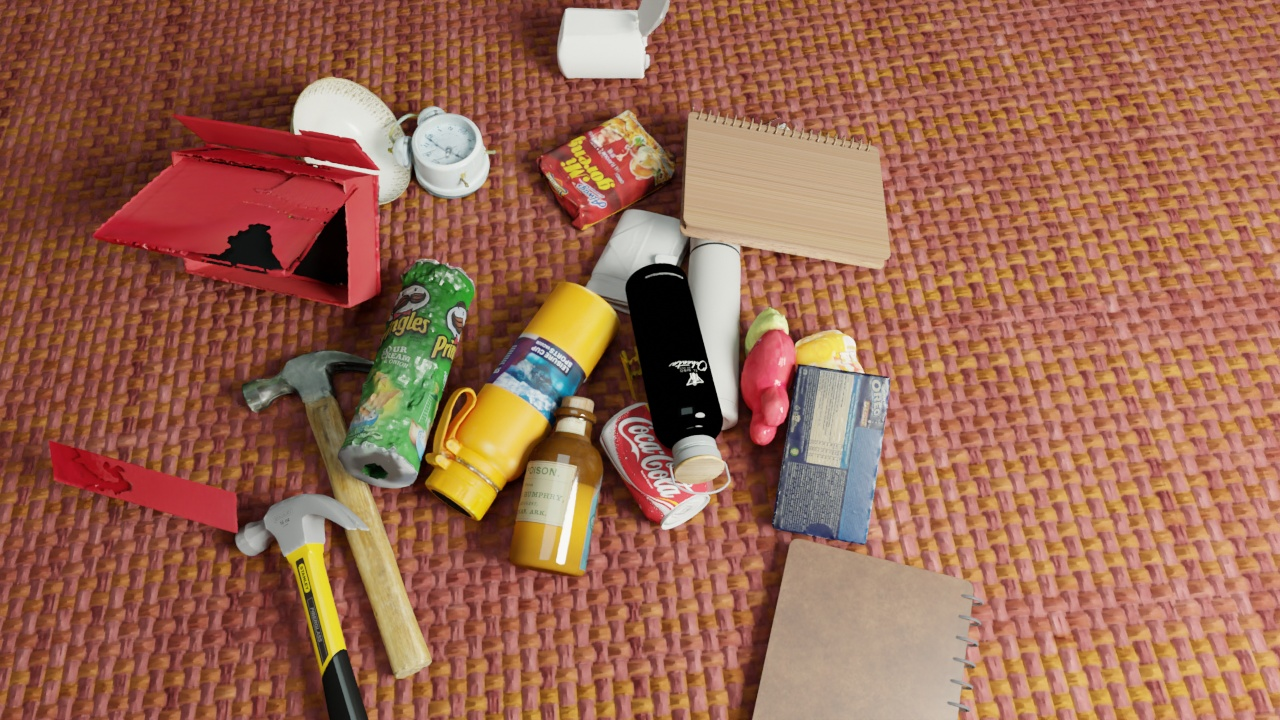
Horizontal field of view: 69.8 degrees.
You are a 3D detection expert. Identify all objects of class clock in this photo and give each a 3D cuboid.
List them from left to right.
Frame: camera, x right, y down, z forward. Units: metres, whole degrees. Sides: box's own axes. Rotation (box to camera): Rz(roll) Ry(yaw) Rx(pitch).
[{"bbox_3d":[-0.221,-0.231,1.007,0.117,0.057,0.083,29,69,9],"label":"clock"}]

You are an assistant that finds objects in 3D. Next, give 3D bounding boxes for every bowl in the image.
[{"bbox_3d":[-0.324,-0.225,0.991,0.063,0.145,0.145,-19,57,37],"label":"bowl"}]

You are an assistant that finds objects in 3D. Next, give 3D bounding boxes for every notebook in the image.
[{"bbox_3d":[0.148,-0.182,0.946,0.210,0.022,0.168,9,56,-7],"label":"notebook"},{"bbox_3d":[0.183,0.274,0.753,0.167,0.024,0.225,12,66,11],"label":"notebook"}]

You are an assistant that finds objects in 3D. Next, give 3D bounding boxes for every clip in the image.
[{"bbox_3d":[-0.002,0.005,0.890,0.044,0.054,0.049,-1,36,23],"label":"clip"}]

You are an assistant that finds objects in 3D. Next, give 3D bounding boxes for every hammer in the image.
[{"bbox_3d":[-0.255,0.262,0.769,0.127,0.029,0.323,-31,68,18],"label":"hammer"},{"bbox_3d":[-0.262,0.131,0.850,0.132,0.033,0.330,-24,66,-9],"label":"hammer"}]

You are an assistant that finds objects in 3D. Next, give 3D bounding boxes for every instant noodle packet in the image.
[{"bbox_3d":[-0.037,-0.210,0.997,0.135,0.040,0.098,-31,73,-12],"label":"instant noodle packet"}]

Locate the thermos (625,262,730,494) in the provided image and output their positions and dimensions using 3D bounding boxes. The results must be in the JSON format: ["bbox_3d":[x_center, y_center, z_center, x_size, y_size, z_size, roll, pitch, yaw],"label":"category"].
[{"bbox_3d":[0.034,0.018,0.815,0.061,0.061,0.231,-10,54,-2],"label":"thermos"}]

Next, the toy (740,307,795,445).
[{"bbox_3d":[0.116,0.014,0.846,0.045,0.092,0.135,7,55,-3],"label":"toy"}]

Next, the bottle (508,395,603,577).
[{"bbox_3d":[-0.069,0.108,0.815,0.068,0.068,0.156,8,73,7],"label":"bottle"}]

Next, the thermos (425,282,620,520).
[{"bbox_3d":[-0.116,0.033,0.859,0.091,0.076,0.232,33,70,1],"label":"thermos"}]

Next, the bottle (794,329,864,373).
[{"bbox_3d":[0.180,0.029,0.853,0.063,0.063,0.109,-13,77,-3],"label":"bottle"}]

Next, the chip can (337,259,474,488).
[{"bbox_3d":[-0.217,0.009,0.861,0.075,0.076,0.222,4,54,6],"label":"chip can"}]

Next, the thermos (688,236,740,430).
[{"bbox_3d":[0.071,-0.043,0.899,0.052,0.052,0.223,2,64,4],"label":"thermos"}]

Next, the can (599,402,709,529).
[{"bbox_3d":[0.013,0.095,0.829,0.064,0.064,0.104,-29,66,-11],"label":"can"}]

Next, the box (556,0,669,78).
[{"bbox_3d":[-0.028,-0.371,1.018,0.137,0.143,0.083,3,67,2],"label":"box"}]

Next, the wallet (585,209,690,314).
[{"bbox_3d":[-0.002,-0.103,0.946,0.086,0.032,0.116,14,66,13],"label":"wallet"}]

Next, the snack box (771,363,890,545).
[{"bbox_3d":[0.169,0.082,0.811,0.082,0.027,0.150,10,94,7],"label":"snack box"}]

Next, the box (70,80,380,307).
[{"bbox_3d":[-0.373,-0.267,0.790,0.215,0.512,0.140,13,41,16],"label":"box"}]

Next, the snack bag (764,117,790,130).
[{"bbox_3d":[0.173,-0.200,0.992,0.057,0.013,0.158,-28,65,-11],"label":"snack bag"}]
